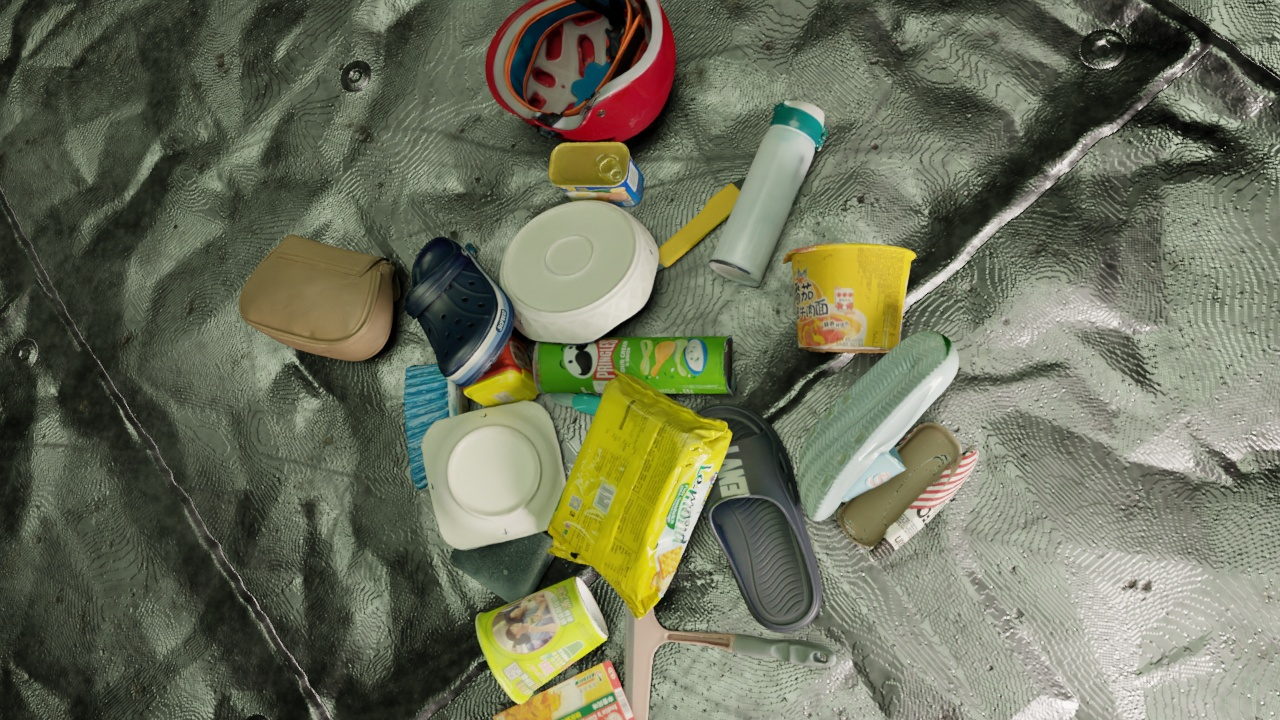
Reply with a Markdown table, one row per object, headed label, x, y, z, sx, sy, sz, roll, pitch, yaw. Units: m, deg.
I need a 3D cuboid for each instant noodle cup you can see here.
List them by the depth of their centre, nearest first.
| label | x | y | z | sx | sy | sz | roll | pitch | yaw |
| --- | --- | --- | --- | --- | --- | --- | --- | --- | --- |
| instant noodle cup | 0.231 | -0.065 | 1.015 | 0.138 | 0.138 | 0.109 | 2 | 88 | 16 |
| instant noodle cup | -0.106 | 0.310 | 1.045 | 0.123 | 0.112 | 0.111 | -29 | 73 | 0 |

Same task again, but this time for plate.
| label | x | y | z | sx | sy | sz | roll | pitch | yaw |
| --- | --- | --- | --- | --- | --- | --- | --- | --- | --- |
| plate | -0.174 | 0.134 | 1.097 | 0.164 | 0.034 | 0.163 | -14 | 79 | -7 |
| plate | -0.080 | -0.115 | 1.118 | 0.205 | 0.045 | 0.204 | -8 | 56 | 12 |

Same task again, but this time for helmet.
| label | x | y | z | sx | sy | sz | roll | pitch | yaw |
| --- | --- | --- | --- | --- | --- | --- | --- | --- | --- |
| helmet | -0.061 | -0.359 | 1.149 | 0.240 | 0.144 | 0.206 | 7 | 77 | 31 |

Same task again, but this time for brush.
| label | x | y | z | sx | sy | sz | roll | pitch | yaw |
| --- | --- | --- | --- | --- | --- | --- | --- | --- | --- |
| brush | -0.249 | 0.003 | 1.174 | 0.109 | 0.060 | 0.314 | -11 | 74 | 7 |

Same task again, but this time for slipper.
| label | x | y | z | sx | sy | sz | roll | pitch | yaw |
| --- | --- | --- | --- | --- | --- | --- | --- | --- | --- |
| slipper | 0.255 | 0.074 | 0.982 | 0.074 | 0.104 | 0.246 | 27 | 116 | -21 |
| slipper | 0.127 | 0.168 | 1.018 | 0.111 | 0.083 | 0.268 | -21 | 75 | 8 |
| slipper | -0.229 | -0.078 | 1.094 | 0.105 | 0.095 | 0.252 | -45 | 42 | 14 |

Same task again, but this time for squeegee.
| label | x | y | z | sx | sy | sz | roll | pitch | yaw |
| --- | --- | --- | --- | --- | --- | --- | --- | --- | --- |
| squeegee | 0.097 | 0.311 | 1.006 | 0.250 | 0.040 | 0.247 | -3 | 81 | 30 |

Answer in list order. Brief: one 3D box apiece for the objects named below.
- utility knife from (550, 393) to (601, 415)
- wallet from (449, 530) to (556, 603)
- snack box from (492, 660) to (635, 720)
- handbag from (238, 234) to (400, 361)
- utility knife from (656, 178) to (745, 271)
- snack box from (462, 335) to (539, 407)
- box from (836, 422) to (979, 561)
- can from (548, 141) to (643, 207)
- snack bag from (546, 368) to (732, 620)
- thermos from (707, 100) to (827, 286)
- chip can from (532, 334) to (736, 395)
| label | x | y | z | sx | sy | sz | roll | pitch | yaw |
| --- | --- | --- | --- | --- | --- | --- | --- | --- | --- |
| utility knife | -0.028 | 0.061 | 1.118 | 0.183 | 0.013 | 0.029 | 13 | 79 | 16 |
| wallet | -0.167 | 0.233 | 1.119 | 0.121 | 0.019 | 0.097 | 28 | 88 | 20 |
| snack box | -0.088 | 0.411 | 1.048 | 0.156 | 0.027 | 0.077 | -30 | 72 | 14 |
| handbag | -0.417 | -0.080 | 1.214 | 0.205 | 0.100 | 0.147 | 15 | 75 | 18 |
| utility knife | 0.057 | -0.154 | 1.137 | 0.202 | 0.015 | 0.033 | -40 | 72 | 4 |
| snack box | -0.176 | 0.011 | 1.131 | 0.082 | 0.091 | 0.080 | -22 | 67 | 12 |
| box | 0.283 | 0.138 | 0.986 | 0.162 | 0.075 | 0.086 | -49 | 59 | 2 |
| can | -0.053 | -0.230 | 1.147 | 0.102 | 0.083 | 0.057 | 3 | 80 | 16 |
| snack bag | -0.011 | 0.143 | 1.020 | 0.158 | 0.068 | 0.247 | 30 | 106 | 31 |
| thermos | 0.156 | -0.202 | 1.095 | 0.073 | 0.073 | 0.224 | 22 | 85 | 18 |
| chip can | -0.006 | 0.006 | 1.093 | 0.236 | 0.072 | 0.072 | 0 | 79 | 15 |
